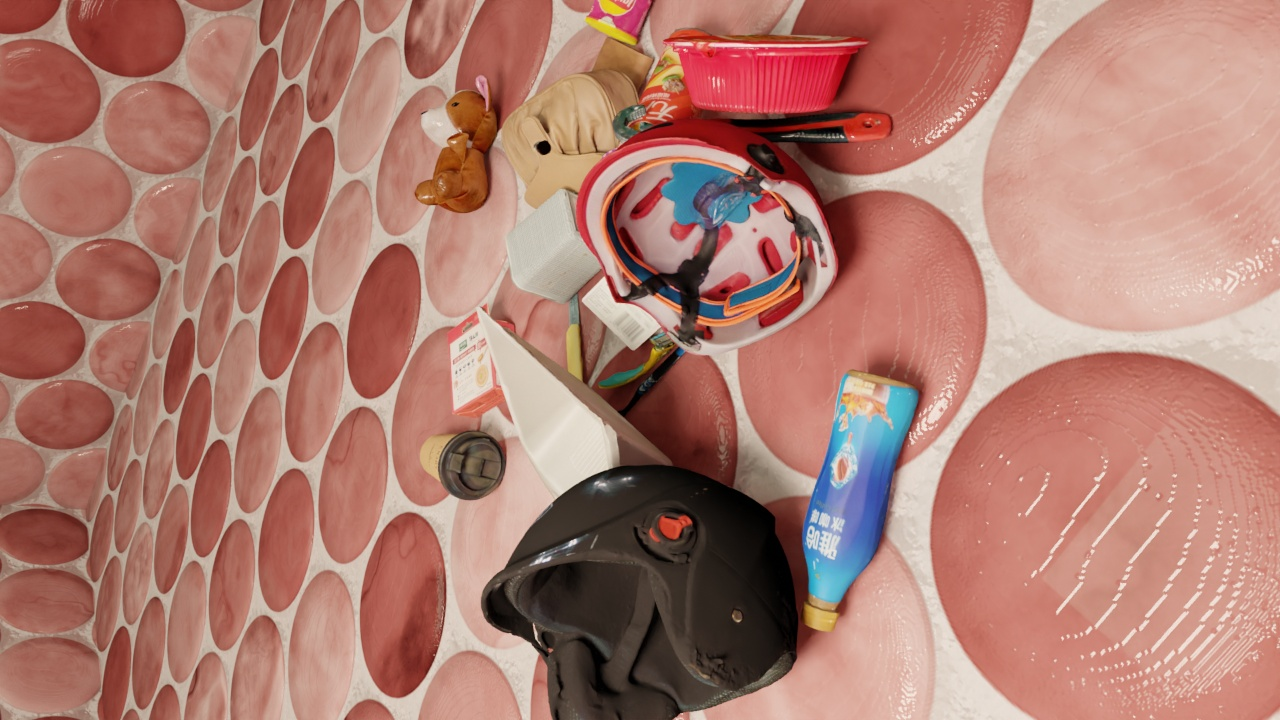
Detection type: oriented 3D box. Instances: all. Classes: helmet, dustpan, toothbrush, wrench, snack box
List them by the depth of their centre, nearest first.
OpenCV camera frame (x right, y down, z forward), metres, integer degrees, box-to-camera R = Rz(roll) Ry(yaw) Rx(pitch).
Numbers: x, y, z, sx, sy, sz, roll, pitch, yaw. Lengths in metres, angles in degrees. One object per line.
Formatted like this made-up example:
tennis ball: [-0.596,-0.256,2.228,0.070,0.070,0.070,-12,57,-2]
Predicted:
helmet: [0.006,0.201,0.801,0.234,0.274,0.229,-49,19,42]
helmet: [0.063,-0.136,0.863,0.208,0.240,0.143,-37,23,36]
wrench: [0.100,-0.223,0.884,0.274,0.016,0.056,6,60,19]
dustpan: [-0.084,0.099,0.973,0.142,0.257,0.223,-51,54,1]
snack box: [0.013,-0.086,1.007,0.157,0.084,0.026,-42,7,34]
toothbrush: [0.013,0.021,1.028,0.190,0.016,0.014,-47,54,30]
snack box: [-0.220,0.001,1.281,0.113,0.044,0.127,-29,61,43]

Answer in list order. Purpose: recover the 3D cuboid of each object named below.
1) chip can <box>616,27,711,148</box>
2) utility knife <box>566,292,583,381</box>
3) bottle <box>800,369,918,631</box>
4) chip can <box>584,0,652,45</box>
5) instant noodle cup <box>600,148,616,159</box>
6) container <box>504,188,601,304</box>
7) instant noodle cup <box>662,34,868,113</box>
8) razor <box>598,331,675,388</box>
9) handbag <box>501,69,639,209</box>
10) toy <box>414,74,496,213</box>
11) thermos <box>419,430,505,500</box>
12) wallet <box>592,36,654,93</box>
chip can: [0.027,-0.259,0.980,0.073,0.073,0.216,-10,49,48]
utility knife: [-0.081,0.001,1.139,0.031,0.020,0.196,-27,62,38]
bottle: [0.177,0.119,0.773,0.065,0.065,0.218,16,93,50]
chip can: [0.003,-0.506,1.133,0.071,0.071,0.211,37,108,47]
instant noodle cup: [-0.008,-0.181,1.042,0.112,0.111,0.099,-23,54,44]
container: [-0.096,-0.144,1.142,0.112,0.089,0.090,-36,53,33]
instant noodle cup: [0.117,-0.274,0.872,0.194,0.193,0.066,26,124,49]
razor: [-0.006,0.006,1.043,0.133,0.043,0.028,-36,87,42]
handbag: [-0.088,-0.268,1.136,0.205,0.099,0.148,-17,99,47]
toy: [-0.277,-0.325,1.382,0.140,0.130,0.199,1,71,55]
thermos: [-0.248,0.137,1.249,0.143,0.093,0.093,4,84,57]
wallet: [-0.035,-0.356,1.179,0.115,0.020,0.101,48,117,48]
